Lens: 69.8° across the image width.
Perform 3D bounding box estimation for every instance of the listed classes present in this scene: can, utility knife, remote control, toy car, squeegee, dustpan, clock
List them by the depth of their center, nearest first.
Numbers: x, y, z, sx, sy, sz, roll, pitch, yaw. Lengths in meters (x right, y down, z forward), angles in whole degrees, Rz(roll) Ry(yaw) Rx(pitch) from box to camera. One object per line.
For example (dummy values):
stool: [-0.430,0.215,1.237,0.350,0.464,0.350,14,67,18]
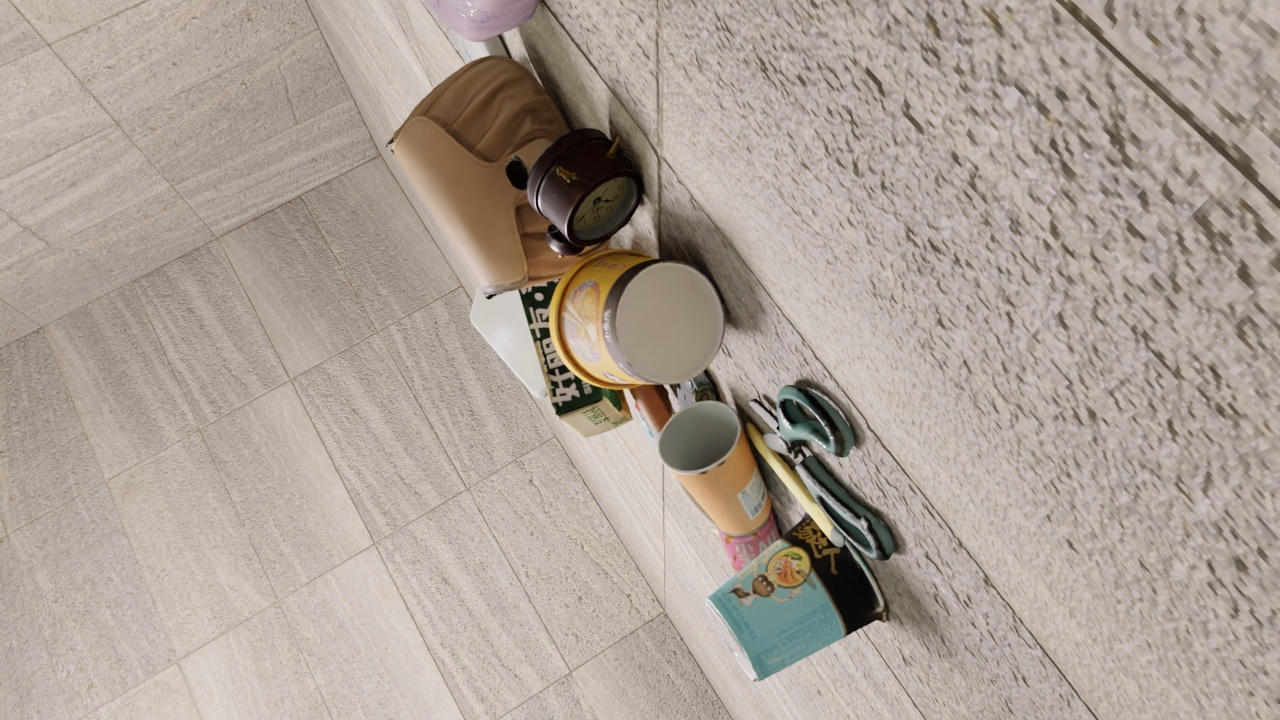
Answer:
clock: [-0.043,-0.129,0.736,0.055,0.082,0.122,48,159,24]
utility knife: [0.120,0.095,0.766,0.175,0.019,0.031,48,161,44]
toy car: [0.059,0.054,0.889,0.054,0.036,0.121,45,152,56]
can: [0.120,0.201,0.940,0.058,0.058,0.147,46,163,50]
remote control: [-0.163,-0.318,0.941,0.135,0.019,0.056,39,157,60]
squeegee: [0.050,0.121,1.097,0.246,0.039,0.247,59,169,2]
dustpan: [-0.109,-0.067,1.201,0.222,0.142,0.258,47,126,23]

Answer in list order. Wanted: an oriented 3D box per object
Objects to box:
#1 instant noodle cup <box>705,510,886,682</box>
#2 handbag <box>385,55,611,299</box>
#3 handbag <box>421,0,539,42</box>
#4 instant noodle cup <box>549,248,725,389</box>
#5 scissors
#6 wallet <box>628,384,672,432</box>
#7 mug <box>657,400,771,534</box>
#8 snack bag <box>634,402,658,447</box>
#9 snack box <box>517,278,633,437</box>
instant noodle cup: [0.123,0.202,0.763,0.111,0.120,0.111,56,169,17]
handbag: [-0.119,-0.160,0.819,0.204,0.147,0.100,58,172,-15]
handbag: [-0.116,-0.297,0.606,0.145,0.098,0.197,57,171,-16]
instant noodle cup: [0.001,-0.032,0.731,0.118,0.118,0.114,62,160,-15]
scissors: [0.133,0.084,0.677,0.176,0.019,0.175,59,168,-1]
wallet: [-0.006,0.006,0.984,0.132,0.031,0.107,61,-173,-10]
mug: [0.075,0.104,0.844,0.078,0.078,0.123,47,173,48]
snack bag: [0.017,0.083,1.176,0.045,0.026,0.105,46,164,49]
snack box: [-0.080,-0.044,0.980,0.114,0.063,0.240,54,-163,-70]
